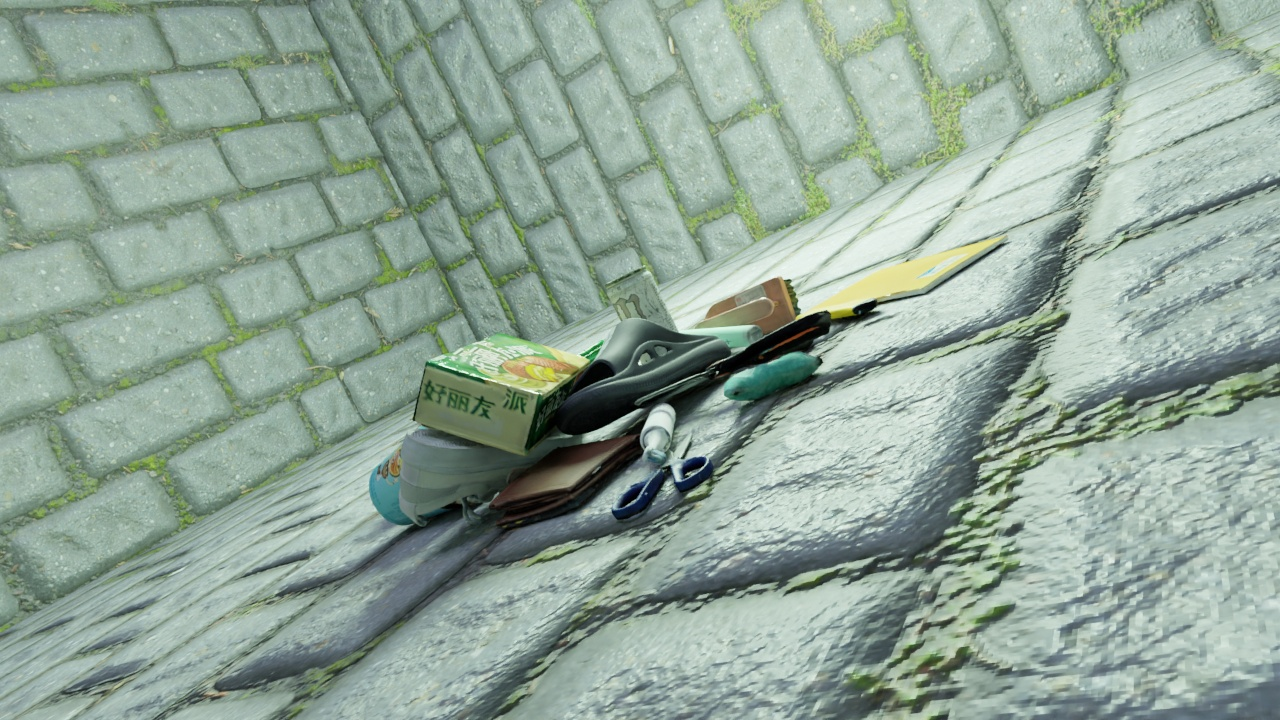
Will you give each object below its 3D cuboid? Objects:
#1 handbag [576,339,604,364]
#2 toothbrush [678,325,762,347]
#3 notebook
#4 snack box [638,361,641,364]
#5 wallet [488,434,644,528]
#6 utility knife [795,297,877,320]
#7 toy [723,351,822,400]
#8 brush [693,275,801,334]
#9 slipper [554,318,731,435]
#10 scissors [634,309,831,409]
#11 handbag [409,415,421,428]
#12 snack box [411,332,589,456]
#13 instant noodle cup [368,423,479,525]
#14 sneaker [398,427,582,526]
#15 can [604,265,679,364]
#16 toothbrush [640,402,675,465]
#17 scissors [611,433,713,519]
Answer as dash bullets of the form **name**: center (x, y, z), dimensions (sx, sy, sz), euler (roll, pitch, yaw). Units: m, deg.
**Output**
- **handbag**: center (-0.102, 0.028, 1.361), dimensions (0.120, 0.068, 0.131), euler (-20, 9, 46)
- **toothbrush**: center (0.060, -0.026, 1.175), dimensions (0.225, 0.027, 0.026), euler (-3, 48, 44)
- **notebook**: center (0.299, -0.094, 1.058), dimensions (0.145, 0.010, 0.207), euler (-29, 8, -26)
- **snack box**: center (-0.004, 0.027, 1.181), dimensions (0.077, 0.027, 0.155), euler (-20, 9, 37)
- **wallet**: center (-0.063, 0.104, 0.823), dimensions (0.101, 0.032, 0.124), euler (-17, 11, 35)
- **utility knife**: center (0.219, -0.053, 1.028), dimensions (0.033, 0.015, 0.154), euler (-22, 4, -18)
- **toy**: center (0.122, 0.013, 0.835), dimensions (0.092, 0.030, 0.096), euler (-19, 1, 14)
- **brush**: center (0.132, -0.057, 1.168), dimensions (0.072, 0.063, 0.146), euler (-18, -1, -43)
- **slipper**: center (-0.006, 0.006, 0.964), dimensions (0.111, 0.083, 0.267), euler (-38, -12, 36)
- **scissors**: center (0.097, 0.003, 0.888), dimensions (0.233, 0.021, 0.222), euler (-18, -9, -41)
- **handbag**: center (-0.240, 0.097, 1.209), dimensions (0.148, 0.100, 0.204), euler (-29, 10, 2)
- **snack box**: center (-0.132, 0.028, 0.935), dimensions (0.114, 0.063, 0.239), euler (16, 10, 6)
- **instant noodle cup**: center (-0.233, 0.126, 1.005), dimensions (0.121, 0.111, 0.111), euler (-31, 3, 33)
- **sneaker**: center (-0.143, 0.110, 0.918), dimensions (0.090, 0.091, 0.241), euler (19, 12, 30)
- **can**: center (0.013, -0.036, 1.092), dimensions (0.058, 0.147, 0.058), euler (-26, 7, 3)
- **toothbrush**: center (0.015, 0.063, 0.787), dimensions (0.026, 0.027, 0.221), euler (18, 6, 2)
- **scissors**: center (0.014, 0.089, 0.727), dimensions (0.140, 0.012, 0.171), euler (-29, 5, -21)
